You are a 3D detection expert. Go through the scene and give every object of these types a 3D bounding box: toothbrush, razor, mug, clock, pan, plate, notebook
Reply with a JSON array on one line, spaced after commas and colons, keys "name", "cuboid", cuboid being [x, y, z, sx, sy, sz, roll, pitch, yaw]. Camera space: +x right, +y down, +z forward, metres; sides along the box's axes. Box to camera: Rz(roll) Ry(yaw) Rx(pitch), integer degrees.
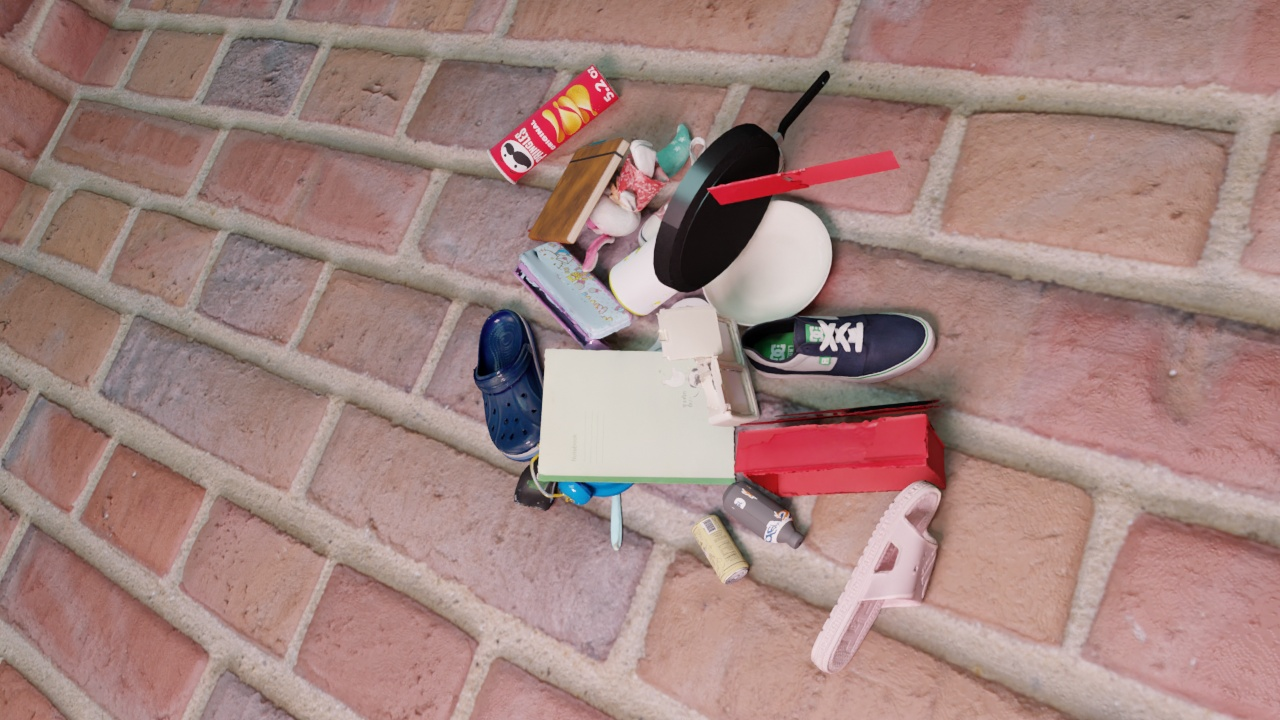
[{"name": "toothbrush", "cuboid": [-0.035, 0.166, 1.242, 0.016, 0.016, 0.180, -12, 67, 24]}, {"name": "razor", "cuboid": [-0.111, 0.153, 1.272, 0.151, 0.054, 0.067, -37, 72, 3]}, {"name": "mug", "cuboid": [0.021, -0.122, 1.265, 0.106, 0.082, 0.082, -34, 57, 35]}, {"name": "clock", "cuboid": [-0.066, 0.127, 1.214, 0.161, 0.060, 0.116, -27, 74, -11]}, {"name": "pan", "cuboid": [0.140, -0.233, 1.152, 0.034, 0.225, 0.356, 36, 78, 22]}, {"name": "plate", "cuboid": [0.171, -0.126, 1.232, 0.183, 0.034, 0.182, -10, 66, 25]}, {"name": "notebook", "cuboid": [-0.003, 0.072, 1.197, 0.252, 0.010, 0.181, 2, 70, 0]}, {"name": "notebook", "cuboid": [-0.095, -0.255, 1.359, 0.178, 0.014, 0.249, -61, 21, -2]}]

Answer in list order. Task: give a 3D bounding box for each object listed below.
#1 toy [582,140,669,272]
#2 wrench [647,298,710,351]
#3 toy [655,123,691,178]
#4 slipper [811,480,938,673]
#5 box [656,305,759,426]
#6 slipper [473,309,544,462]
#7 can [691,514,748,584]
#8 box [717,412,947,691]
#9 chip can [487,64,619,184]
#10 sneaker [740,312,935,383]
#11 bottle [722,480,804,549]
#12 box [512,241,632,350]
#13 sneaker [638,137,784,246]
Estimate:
[{"name": "toy", "cuboid": [-0.031, -0.227, 1.315, 0.195, 0.084, 0.158, -50, 27, 38]}, {"name": "wrench", "cuboid": [-0.008, 0.007, 1.288, 0.274, 0.018, 0.086, -34, 59, 14]}, {"name": "toy", "cuboid": [0.030, -0.305, 1.381, 0.105, 0.033, 0.085, -24, 51, 20]}, {"name": "slipper", "cuboid": [0.273, 0.246, 1.000, 0.064, 0.094, 0.239, 32, 94, 38]}, {"name": "box", "cuboid": [0.096, 0.004, 1.114, 0.069, 0.191, 0.143, -20, 78, 29]}, {"name": "slipper", "cuboid": [-0.197, 0.031, 1.337, 0.105, 0.095, 0.252, -25, 58, 15]}, {"name": "can", "cuboid": [0.098, 0.233, 1.129, 0.038, 0.038, 0.079, -39, 58, 10]}, {"name": "box", "cuboid": [0.217, 0.203, 0.986, 0.214, 0.153, 0.324, -8, 52, 25]}, {"name": "chip can", "cuboid": [-0.140, -0.380, 1.477, 0.221, 0.069, 0.069, -36, 58, 11]}, {"name": "sneaker", "cuboid": [0.237, -0.022, 1.129, 0.236, 0.079, 0.084, -5, 68, 26]}, {"name": "bottle", "cuboid": [0.150, 0.189, 1.114, 0.112, 0.047, 0.047, 33, 88, 34]}, {"name": "box", "cuboid": [-0.104, -0.088, 1.330, 0.214, 0.077, 0.096, 46, 122, 34]}, {"name": "sneaker", "cuboid": [0.090, -0.234, 1.285, 0.241, 0.088, 0.118, -38, 58, 10]}]
